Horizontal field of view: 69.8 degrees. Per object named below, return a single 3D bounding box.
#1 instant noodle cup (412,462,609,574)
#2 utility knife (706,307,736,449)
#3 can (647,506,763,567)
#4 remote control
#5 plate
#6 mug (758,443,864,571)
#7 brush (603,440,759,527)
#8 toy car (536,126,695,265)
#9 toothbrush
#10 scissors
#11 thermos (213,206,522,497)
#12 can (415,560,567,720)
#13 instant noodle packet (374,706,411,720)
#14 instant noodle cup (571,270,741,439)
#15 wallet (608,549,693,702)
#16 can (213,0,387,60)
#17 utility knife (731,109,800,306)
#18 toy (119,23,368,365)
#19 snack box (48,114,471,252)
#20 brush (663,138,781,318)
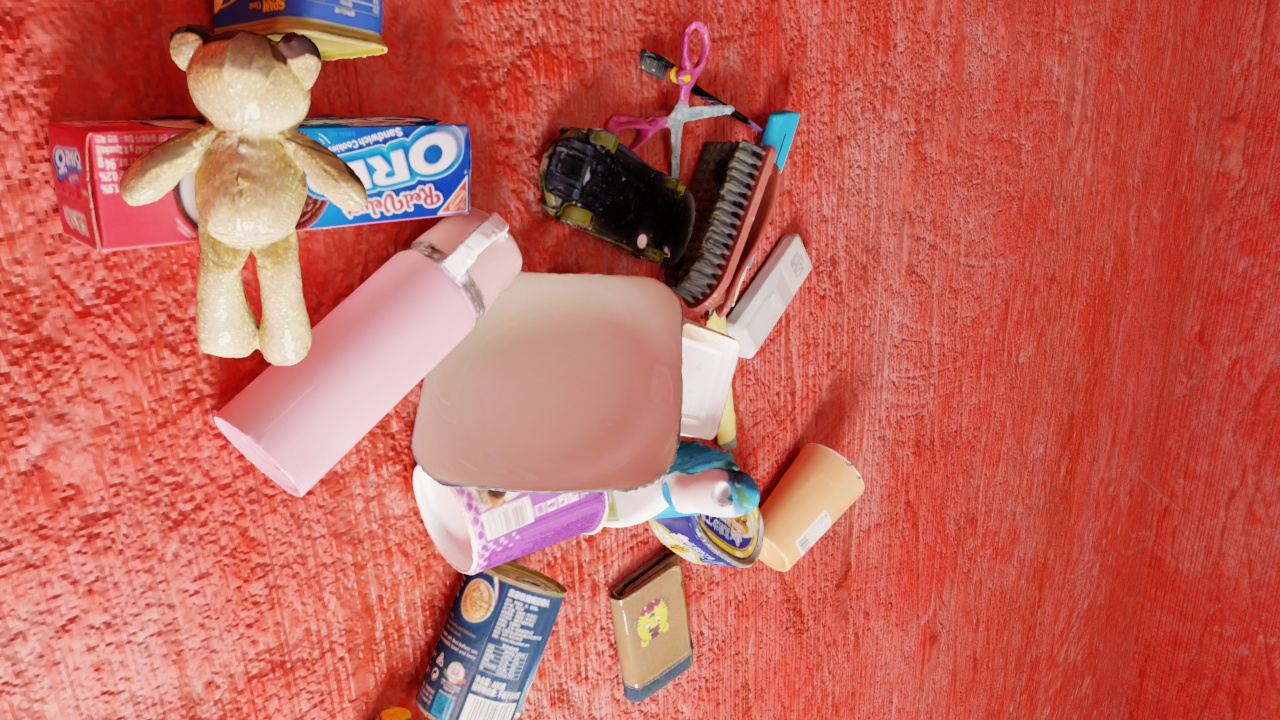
[{"bbox_3d":[-0.093,0.087,0.623,0.099,0.112,0.112,-23,119,-32],"label":"instant noodle cup"},{"bbox_3d":[0.075,0.007,0.843,0.030,0.019,0.184,-34,131,-42],"label":"utility knife"},{"bbox_3d":[0.061,0.142,0.833,0.148,0.049,0.074,44,53,-48],"label":"can"},{"bbox_3d":[0.123,-0.060,0.871,0.124,0.024,0.049,-55,136,-22],"label":"remote control"},{"bbox_3d":[-0.054,0.015,0.589,0.034,0.164,0.163,88,6,-57],"label":"plate"},{"bbox_3d":[0.166,0.155,0.952,0.122,0.078,0.078,-45,132,-24],"label":"mug"},{"bbox_3d":[0.025,0.085,0.617,0.109,0.315,0.060,-10,85,-29],"label":"brush"},{"bbox_3d":[-0.014,-0.118,0.686,0.158,0.042,0.070,22,85,-48],"label":"toy car"},{"bbox_3d":[0.059,-0.214,0.761,0.188,0.014,0.017,14,99,-49],"label":"toothbrush"},{"bbox_3d":[0.026,-0.194,0.716,0.133,0.017,0.133,-22,131,-33],"label":"scissors"},{"bbox_3d":[-0.149,-0.014,0.538,0.067,0.087,0.198,46,65,-8],"label":"thermos"},{"bbox_3d":[-0.107,0.205,0.659,0.075,0.075,0.111,27,82,-49],"label":"can"},{"bbox_3d":[-0.159,0.309,0.657,0.128,0.044,0.110,38,80,-43],"label":"instant noodle packet"},{"bbox_3d":[-0.004,0.004,0.673,0.116,0.124,0.116,15,91,-49],"label":"instant noodle cup"},{"bbox_3d":[0.012,0.242,0.839,0.090,0.033,0.115,-27,117,-39],"label":"wallet"},{"bbox_3d":[-0.167,-0.195,0.448,0.057,0.102,0.083,-6,104,-46],"label":"can"},{"bbox_3d":[0.105,-0.136,0.825,0.034,0.018,0.182,3,107,-49],"label":"utility knife"},{"bbox_3d":[-0.178,-0.071,0.424,0.105,0.066,0.157,5,110,-6],"label":"toy"},{"bbox_3d":[-0.188,-0.100,0.488,0.207,0.058,0.057,-16,116,-45],"label":"snack box"},{"bbox_3d":[0.071,-0.109,0.769,0.069,0.063,0.145,21,87,-36],"label":"brush"}]
